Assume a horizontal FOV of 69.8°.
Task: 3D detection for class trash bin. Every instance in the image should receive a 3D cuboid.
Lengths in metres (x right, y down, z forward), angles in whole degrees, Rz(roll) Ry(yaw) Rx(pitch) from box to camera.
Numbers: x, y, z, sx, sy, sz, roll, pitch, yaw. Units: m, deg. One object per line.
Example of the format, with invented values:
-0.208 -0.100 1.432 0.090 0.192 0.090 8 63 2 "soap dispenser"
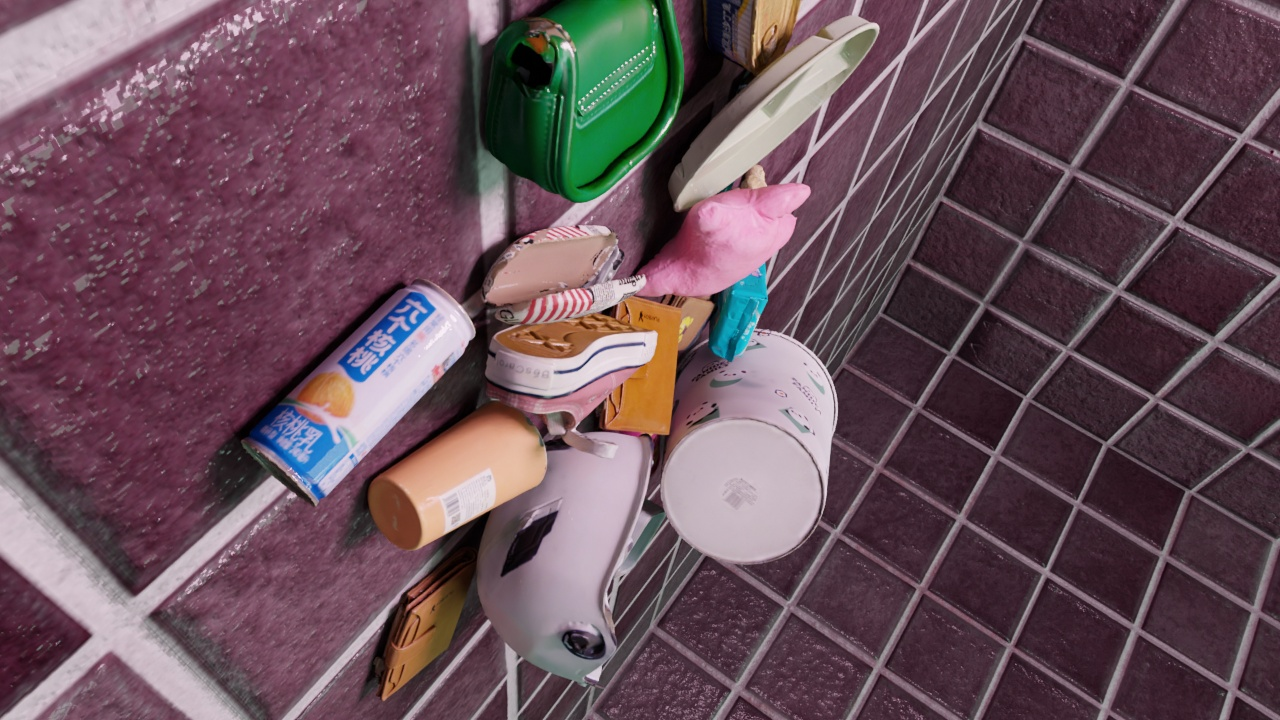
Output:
0.130 0.104 1.122 0.230 0.229 0.251 -63 -179 21 "trash bin"

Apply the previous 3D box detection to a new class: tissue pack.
0.120 -0.070 1.128 0.133 0.050 0.093 -80 -172 -55 "tissue pack"

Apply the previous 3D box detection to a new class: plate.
0.111 -0.215 0.805 0.230 0.027 0.230 -39 177 -3 "plate"

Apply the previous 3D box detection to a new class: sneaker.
-0.055 0.014 0.713 0.240 0.118 0.088 -31 137 -71 "sneaker"

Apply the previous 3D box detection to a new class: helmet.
-0.077 0.173 0.874 0.259 0.146 0.228 102 1 -47 "helmet"

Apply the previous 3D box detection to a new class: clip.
-0.034 -0.073 0.776 0.058 0.026 0.038 -57 157 -1 "clip"

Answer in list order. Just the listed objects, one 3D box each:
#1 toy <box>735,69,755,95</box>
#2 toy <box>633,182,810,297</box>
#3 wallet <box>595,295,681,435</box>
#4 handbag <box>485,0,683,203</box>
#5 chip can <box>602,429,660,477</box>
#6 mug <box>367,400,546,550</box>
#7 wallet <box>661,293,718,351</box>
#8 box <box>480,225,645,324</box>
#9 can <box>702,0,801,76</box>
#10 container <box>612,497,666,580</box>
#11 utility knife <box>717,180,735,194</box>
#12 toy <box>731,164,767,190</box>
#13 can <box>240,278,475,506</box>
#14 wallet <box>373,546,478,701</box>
0.112 -0.256 0.858 0.097 0.030 0.091 -54 161 18 "toy"
0.083 -0.111 0.888 0.178 0.074 0.195 -17 164 -32 "toy"
-0.005 0.005 0.895 0.119 0.035 0.130 10 86 -55 "wallet"
-0.029 -0.164 0.528 0.131 0.068 0.120 -48 161 -30 "handbag"
-0.009 0.070 1.045 0.071 0.071 0.211 -51 163 -23 "chip can"
-0.138 0.088 0.688 0.122 0.078 0.078 -32 151 -49 "mug"
0.048 -0.051 1.062 0.090 0.033 0.115 -60 161 12 "wallet"
-0.049 -0.049 0.672 0.075 0.082 0.163 -47 171 22 "box"
0.085 -0.279 0.687 0.074 0.049 0.148 -53 164 -13 "can"
-0.044 0.190 1.102 0.090 0.111 0.090 -59 165 5 "container"
0.078 -0.156 0.975 0.158 0.013 0.029 -63 171 18 "utility knife"
0.121 -0.162 0.998 0.157 0.066 0.105 7 98 -81 "toy"
-0.156 0.015 0.520 0.134 0.053 0.053 -50 163 -25 "can"
-0.206 0.253 0.883 0.107 0.031 0.132 -34 151 -58 "wallet"
